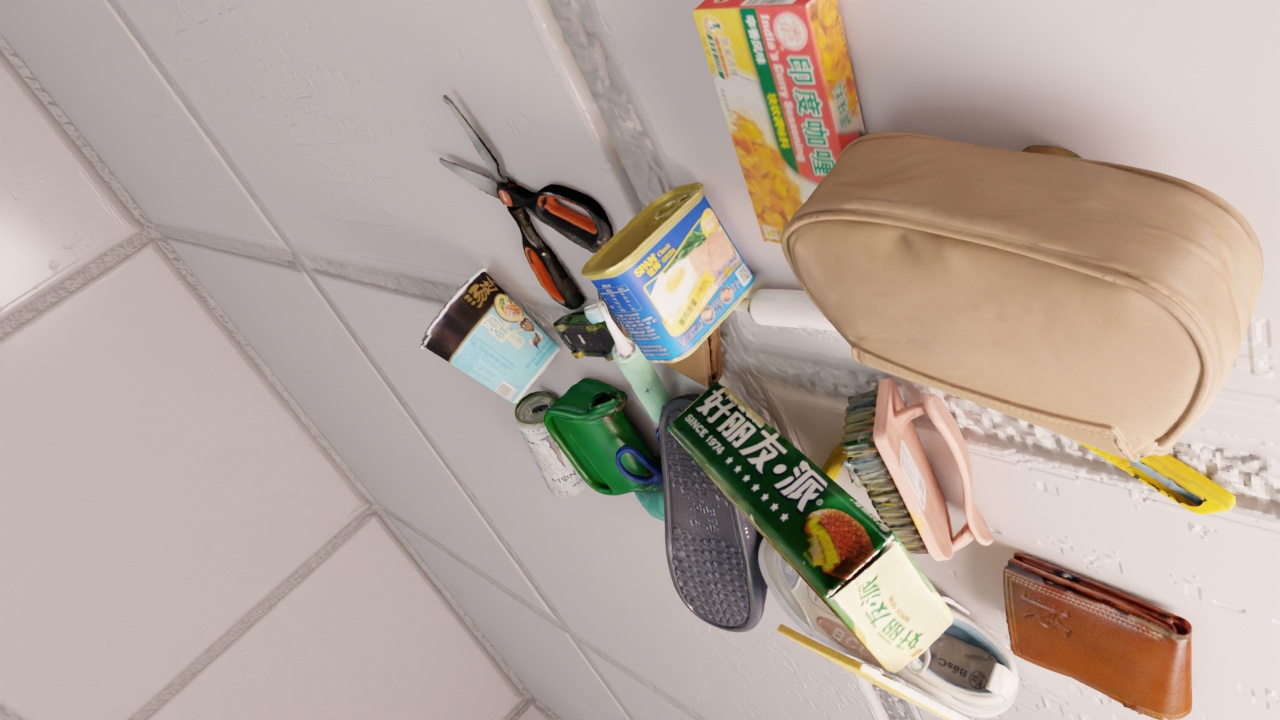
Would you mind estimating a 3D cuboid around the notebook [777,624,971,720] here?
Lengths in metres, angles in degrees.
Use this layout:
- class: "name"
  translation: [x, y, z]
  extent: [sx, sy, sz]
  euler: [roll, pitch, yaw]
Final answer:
- class: "notebook"
  translation: [0.193, 0.247, 0.690]
  extent: [0.146, 0.010, 0.206]
  euler: [28, 169, -1]

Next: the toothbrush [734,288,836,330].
- class: "toothbrush"
  translation: [0.103, -0.036, 0.634]
  extent: [0.221, 0.026, 0.026]
  euler: [9, 93, 53]

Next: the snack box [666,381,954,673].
- class: "snack box"
  translation: [0.118, 0.115, 0.690]
  extent: [0.114, 0.063, 0.240]
  euler: [50, 177, -35]

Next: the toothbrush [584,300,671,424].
- class: "toothbrush"
  translation: [-0.005, 0.005, 0.799]
  extent: [0.224, 0.027, 0.026]
  euler: [60, -170, -61]

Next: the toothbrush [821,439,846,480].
- class: "toothbrush"
  translation: [0.156, 0.081, 0.738]
  extent: [0.016, 0.016, 0.190]
  euler: [38, 154, 18]

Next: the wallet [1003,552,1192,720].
- class: "wallet"
  translation: [0.317, 0.192, 0.639]
  extent: [0.125, 0.032, 0.101]
  euler: [17, 140, 45]

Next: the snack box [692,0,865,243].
- class: "snack box"
  translation: [0.087, -0.131, 0.518]
  extent: [0.077, 0.027, 0.156]
  euler: [19, 144, 43]

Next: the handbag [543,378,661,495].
- class: "handbag"
  translation: [-0.030, 0.083, 0.986]
  extent: [0.120, 0.067, 0.131]
  euler: [-3, 125, 49]

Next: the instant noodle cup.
- class: "instant noodle cup"
  translation: [-0.155, -0.020, 0.986]
  extent: [0.120, 0.111, 0.111]
  euler: [38, 156, -4]

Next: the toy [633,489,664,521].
- class: "toy"
  translation: [0.035, 0.169, 1.047]
  extent: [0.096, 0.030, 0.092]
  euler: [43, 158, -6]

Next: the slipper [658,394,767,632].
- class: "slipper"
  translation: [0.085, 0.145, 0.891]
  extent: [0.111, 0.083, 0.268]
  euler: [14, 122, 41]

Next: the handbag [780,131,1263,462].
- class: "handbag"
  translation: [0.177, -0.037, 0.443]
  extent: [0.205, 0.099, 0.148]
  euler: [24, 155, 39]

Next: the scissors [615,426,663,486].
- class: "scissors"
  translation: [0.051, 0.125, 0.946]
  extent: [0.171, 0.012, 0.141]
  euler: [20, 123, -16]

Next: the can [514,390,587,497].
- class: "can"
  translation: [-0.108, 0.106, 1.140]
  extent: [0.058, 0.058, 0.147]
  euler: [27, 149, 36]

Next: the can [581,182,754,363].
- class: "can"
  translation: [0.022, -0.060, 0.639]
  extent: [0.057, 0.101, 0.083]
  euler: [1, 132, 56]

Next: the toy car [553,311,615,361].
- class: "toy car"
  translation: [-0.047, -0.026, 0.873]
  extent: [0.091, 0.036, 0.043]
  euler: [9, 135, 55]

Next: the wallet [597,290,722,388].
- class: "wallet"
  translation: [0.017, -0.030, 0.775]
  extent: [0.115, 0.033, 0.090]
  euler: [32, 154, 26]

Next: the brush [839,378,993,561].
- class: "brush"
  translation: [0.195, 0.084, 0.637]
  extent: [0.073, 0.063, 0.146]
  euler: [-16, 121, 29]

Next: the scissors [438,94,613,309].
- class: "scissors"
  translation: [-0.104, -0.132, 0.820]
  extent: [0.221, 0.021, 0.234]
  euler: [17, 143, 46]

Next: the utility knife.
- class: "utility knife"
  translation: [0.257, 0.040, 0.520]
  extent: [0.154, 0.015, 0.033]
  euler: [35, 156, 22]

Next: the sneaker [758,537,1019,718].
- class: "sneaker"
  translation: [0.201, 0.214, 0.774]
  extent: [0.242, 0.089, 0.091]
  euler: [29, 167, 25]
